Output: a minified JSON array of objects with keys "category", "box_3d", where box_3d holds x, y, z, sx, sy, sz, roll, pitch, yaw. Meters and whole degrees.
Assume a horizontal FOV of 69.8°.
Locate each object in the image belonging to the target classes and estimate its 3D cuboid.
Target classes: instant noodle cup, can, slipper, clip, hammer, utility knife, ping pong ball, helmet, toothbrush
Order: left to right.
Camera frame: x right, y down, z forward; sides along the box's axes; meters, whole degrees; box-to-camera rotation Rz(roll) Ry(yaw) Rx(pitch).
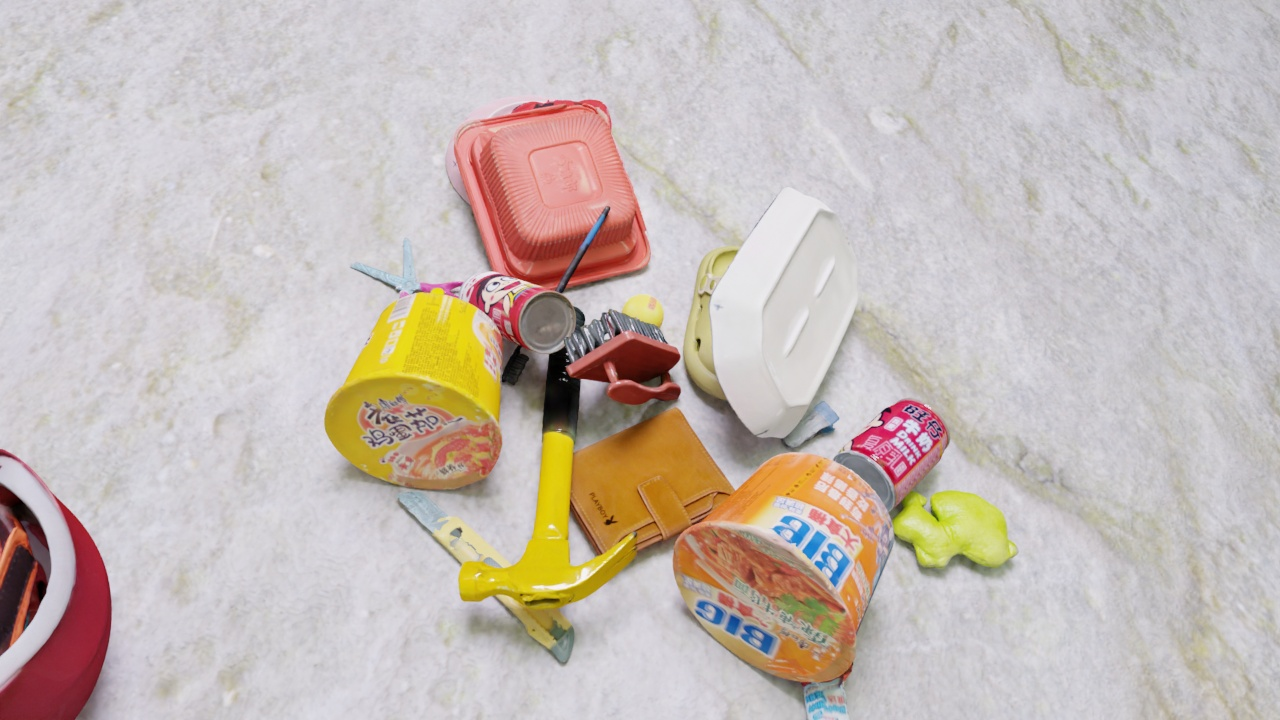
[{"category":"helmet","box_3d":[-0.445,0.182,0.568,0.240,0.144,0.206,-15,58,-4]},{"category":"instant noodle cup","box_3d":[-0.172,0.021,0.742,0.138,0.138,0.109,8,45,-5]},{"category":"utility knife","box_3d":[-0.121,0.163,0.721,0.190,0.020,0.030,36,50,20]},{"category":"can","box_3d":[-0.111,-0.044,0.800,0.053,0.053,0.133,-26,26,-26]},{"category":"instant noodle cup","box_3d":[-0.080,-0.167,0.887,0.164,0.079,0.188,-17,82,-19]},{"category":"toothbrush","box_3d":[-0.074,-0.060,0.835,0.016,0.014,0.189,29,83,9]},{"category":"hammer","box_3d":[-0.067,0.066,0.757,0.129,0.033,0.300,0,46,-1]},{"category":"ping pong ball","box_3d":[0.002,-0.043,0.870,0.040,0.040,0.040,5,54,-7]},{"category":"slipper","box_3d":[0.090,-0.050,0.869,0.091,0.082,0.190,7,52,-2]},{"category":"instant noodle cup","box_3d":[0.115,0.148,0.697,0.151,0.152,0.111,35,48,14]},{"category":"clip","box_3d":[0.153,0.062,0.838,0.058,0.043,0.027,-28,68,-18]},{"category":"can","box_3d":[0.221,0.082,0.807,0.093,0.067,0.066,-36,68,-29]}]

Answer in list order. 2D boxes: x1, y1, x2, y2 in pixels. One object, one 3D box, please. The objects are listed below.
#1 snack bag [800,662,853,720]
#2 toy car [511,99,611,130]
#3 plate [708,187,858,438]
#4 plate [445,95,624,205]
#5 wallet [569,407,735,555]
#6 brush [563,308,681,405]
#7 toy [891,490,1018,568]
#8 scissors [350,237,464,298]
[{"category":"snack bag","box_3d":[0.141,0.272,0.683,0.048,0.026,0.104,0,53,6]},{"category":"toy car","box_3d":[-0.083,-0.251,0.957,0.106,0.031,0.049,-4,55,-11]},{"category":"plate","box_3d":[0.143,-0.049,0.830,0.034,0.162,0.264,-7,34,38]},{"category":"plate","box_3d":[-0.109,-0.222,0.976,0.192,0.039,0.192,5,54,-7]},{"category":"wallet","box_3d":[0.006,0.109,0.772,0.130,0.035,0.119,-23,56,-23]},{"category":"brush","box_3d":[-0.005,0.005,0.789,0.063,0.145,0.069,-31,74,17]},{"category":"toy","box_3d":[0.272,0.144,0.795,0.100,0.031,0.096,-26,61,-25]},{"category":"scissors","box_3d":[-0.218,-0.063,0.860,0.133,0.017,0.130,20,57,9]}]
